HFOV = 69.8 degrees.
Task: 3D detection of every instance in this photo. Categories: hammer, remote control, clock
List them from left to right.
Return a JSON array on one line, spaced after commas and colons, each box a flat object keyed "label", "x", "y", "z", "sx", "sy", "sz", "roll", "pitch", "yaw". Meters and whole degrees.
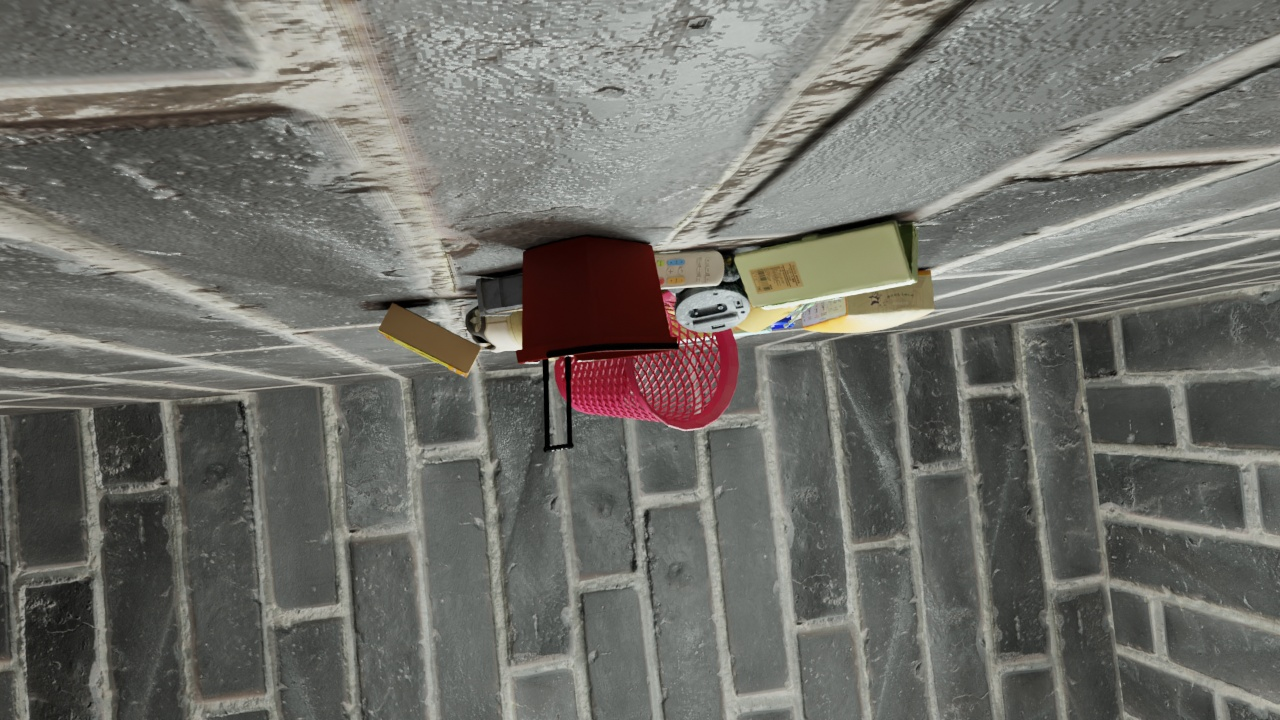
[{"label": "hammer", "x": -0.067, "y": -0.083, "z": 1.145, "sx": 0.099, "sy": 0.044, "sz": 0.321, "roll": -7, "pitch": 179, "yaw": 28}, {"label": "remote control", "x": 0.030, "y": -0.097, "z": 0.996, "sx": 0.125, "sy": 0.038, "sz": 0.018, "roll": -5, "pitch": -161, "yaw": -11}, {"label": "clock", "x": 0.078, "y": -0.082, "z": 1.065, "sx": 0.090, "sy": 0.052, "sz": 0.129, "roll": -11, "pitch": 148, "yaw": 11}]

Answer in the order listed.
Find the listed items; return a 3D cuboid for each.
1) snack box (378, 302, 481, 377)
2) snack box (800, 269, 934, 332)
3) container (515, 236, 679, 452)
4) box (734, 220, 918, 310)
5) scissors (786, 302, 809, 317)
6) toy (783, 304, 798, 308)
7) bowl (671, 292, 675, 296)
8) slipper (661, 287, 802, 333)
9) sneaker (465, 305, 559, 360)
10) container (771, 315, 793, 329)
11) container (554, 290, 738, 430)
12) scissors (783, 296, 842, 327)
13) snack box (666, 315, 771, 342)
[{"label": "snack box", "x": -0.278, "y": -0.025, "z": 1.219, "sx": 0.126, "sy": 0.040, "sz": 0.088, "roll": 27, "pitch": 171, "yaw": -9}, {"label": "snack box", "x": 0.358, "y": -0.087, "z": 1.466, "sx": 0.145, "sy": 0.080, "sz": 0.195, "roll": -5, "pitch": 177, "yaw": -10}, {"label": "container", "x": -0.045, "y": -0.013, "z": 0.914, "sx": 0.127, "sy": 0.200, "sz": 0.147, "roll": -7, "pitch": 177, "yaw": 37}, {"label": "box", "x": 0.203, "y": -0.100, "z": 0.992, "sx": 0.188, "sy": 0.077, "sz": 0.089, "roll": -9, "pitch": 175, "yaw": 35}, {"label": "scissors", "x": 0.243, "y": -0.101, "z": 1.150, "sx": 0.135, "sy": 0.015, "sz": 0.126, "roll": -49, "pitch": -171, "yaw": -38}, {"label": "toy", "x": 0.182, "y": -0.098, "z": 1.139, "sx": 0.087, "sy": 0.067, "sz": 0.112, "roll": -6, "pitch": -174, "yaw": 5}, {"label": "bowl", "x": 0.081, "y": -0.094, "z": 1.152, "sx": 0.110, "sy": 0.040, "sz": 0.110, "roll": -6, "pitch": 177, "yaw": 0}, {"label": "slipper", "x": 0.139, "y": -0.077, "z": 1.281, "sx": 0.264, "sy": 0.078, "sz": 0.099, "roll": -7, "pitch": 175, "yaw": 24}, {"label": "sneaker", "x": -0.171, "y": -0.042, "z": 1.237, "sx": 0.102, "sy": 0.089, "sz": 0.241, "roll": -7, "pitch": 176, "yaw": 5}, {"label": "container", "x": 0.197, "y": -0.081, "z": 1.499, "sx": 0.096, "sy": 0.058, "sz": 0.114, "roll": -7, "pitch": 177, "yaw": 22}, {"label": "container", "x": -0.007, "y": 0.007, "z": 1.279, "sx": 0.182, "sy": 0.183, "sz": 0.226, "roll": -4, "pitch": 178, "yaw": -38}, {"label": "scissors", "x": 0.246, "y": -0.087, "z": 1.321, "sx": 0.168, "sy": 0.023, "sz": 0.172, "roll": -28, "pitch": -171, "yaw": -22}, {"label": "snack box", "x": 0.106, "y": -0.070, "z": 1.375, "sx": 0.175, "sy": 0.075, "sz": 0.053, "roll": -6, "pitch": 178, "yaw": 17}]
